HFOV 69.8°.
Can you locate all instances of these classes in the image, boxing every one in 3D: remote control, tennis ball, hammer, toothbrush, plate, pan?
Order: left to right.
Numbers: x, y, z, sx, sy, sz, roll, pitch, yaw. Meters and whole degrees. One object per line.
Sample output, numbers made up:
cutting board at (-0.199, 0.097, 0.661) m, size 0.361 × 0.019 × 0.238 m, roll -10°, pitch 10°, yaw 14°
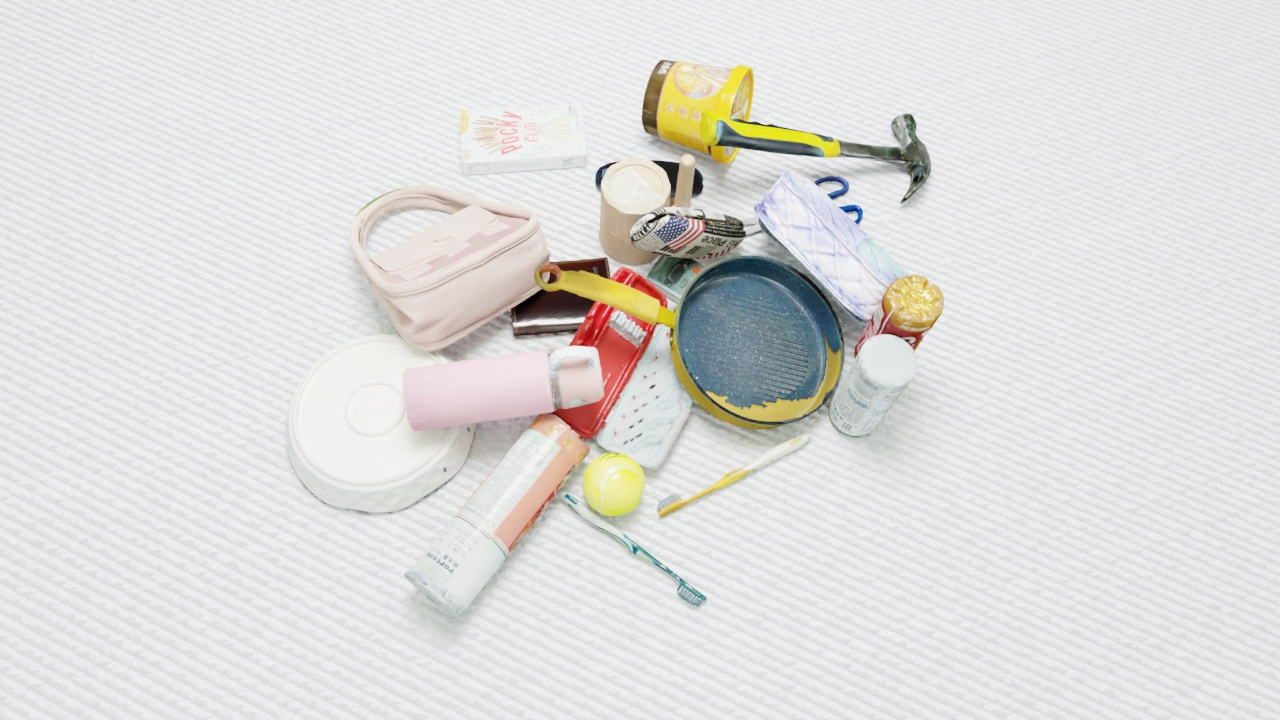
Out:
plate at (-0.280, 0.059, 0.985) m, size 0.205 × 0.046 × 0.204 m, roll 1°, pitch 64°, yaw -2°
tennis ball at (-0.028, 0.128, 0.950) m, size 0.065 × 0.066 × 0.065 m, roll 1°, pitch 64°, yaw -2°
toothbrush at (-0.013, 0.193, 0.948) m, size 0.191 × 0.016 × 0.018 m, roll 34°, pitch 78°, yaw 13°
remote control at (0.011, -0.229, 1.145) m, size 0.136 × 0.024 × 0.053 m, roll 1°, pitch 63°, yaw -2°
pan at (0.056, -0.041, 0.984) m, size 0.357 × 0.078 × 0.197 m, roll 12°, pitch 68°, yaw -12°
remote control at (0.075, -0.081, 1.080) m, size 0.135 × 0.019 × 0.056 m, roll 32°, pitch 67°, yaw 13°
toothbrush at (0.101, 0.120, 0.987) m, size 0.191 × 0.016 × 0.018 m, roll -25°, pitch 59°, yaw -13°
hammer at (0.219, -0.258, 1.108) m, size 0.322 × 0.032 × 0.126 m, roll 1°, pitch 64°, yaw -25°

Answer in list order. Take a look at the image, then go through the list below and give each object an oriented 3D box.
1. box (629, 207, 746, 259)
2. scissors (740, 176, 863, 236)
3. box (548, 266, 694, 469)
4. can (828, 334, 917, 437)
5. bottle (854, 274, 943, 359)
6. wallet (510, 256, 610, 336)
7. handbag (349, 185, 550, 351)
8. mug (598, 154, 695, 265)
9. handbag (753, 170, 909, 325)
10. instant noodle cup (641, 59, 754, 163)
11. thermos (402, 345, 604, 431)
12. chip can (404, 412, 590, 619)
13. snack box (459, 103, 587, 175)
box at (0.056, -0.147, 1.051) m, size 0.164 × 0.069 × 0.052 m, roll 0°, pitch 48°, yaw -47°
scissors at (0.196, -0.174, 1.134) m, size 0.133 × 0.012 × 0.172 m, roll 40°, pitch 71°, yaw 15°
box at (-0.006, 0.008, 1.018) m, size 0.161 × 0.058 × 0.200 m, roll 29°, pitch 67°, yaw -1°
can at (0.241, 0.030, 0.962) m, size 0.058 × 0.147 × 0.058 m, roll 1°, pitch 65°, yaw -2°
bottle at (0.266, -0.024, 0.974) m, size 0.057 × 0.175 × 0.057 m, roll 1°, pitch 65°, yaw -2°
wallet at (-0.092, -0.075, 1.072) m, size 0.122 × 0.020 × 0.096 m, roll -5°, pitch 64°, yaw -7°
handbag at (-0.236, -0.131, 1.047) m, size 0.192 × 0.093 × 0.234 m, roll -32°, pitch 50°, yaw -26°
mug at (0.010, -0.183, 1.080) m, size 0.124 × 0.104 × 0.084 m, roll -29°, pitch 69°, yaw -15°
handbag at (0.218, -0.128, 1.048) m, size 0.194 × 0.134 × 0.076 m, roll 49°, pitch 115°, yaw 14°
instant noodle cup at (0.071, -0.316, 1.144) m, size 0.114 × 0.119 × 0.118 m, roll 17°, pitch 64°, yaw 15°
thermos at (-0.138, 0.022, 0.929) m, size 0.198 × 0.087 × 0.067 m, roll -8°, pitch 63°, yaw -1°
chip can at (-0.141, 0.152, 0.930) m, size 0.071 × 0.071 × 0.214 m, roll 33°, pitch 67°, yaw 13°
snack box at (-0.149, -0.281, 1.164) m, size 0.156 × 0.027 × 0.084 m, roll -5°, pitch 65°, yaw -5°
